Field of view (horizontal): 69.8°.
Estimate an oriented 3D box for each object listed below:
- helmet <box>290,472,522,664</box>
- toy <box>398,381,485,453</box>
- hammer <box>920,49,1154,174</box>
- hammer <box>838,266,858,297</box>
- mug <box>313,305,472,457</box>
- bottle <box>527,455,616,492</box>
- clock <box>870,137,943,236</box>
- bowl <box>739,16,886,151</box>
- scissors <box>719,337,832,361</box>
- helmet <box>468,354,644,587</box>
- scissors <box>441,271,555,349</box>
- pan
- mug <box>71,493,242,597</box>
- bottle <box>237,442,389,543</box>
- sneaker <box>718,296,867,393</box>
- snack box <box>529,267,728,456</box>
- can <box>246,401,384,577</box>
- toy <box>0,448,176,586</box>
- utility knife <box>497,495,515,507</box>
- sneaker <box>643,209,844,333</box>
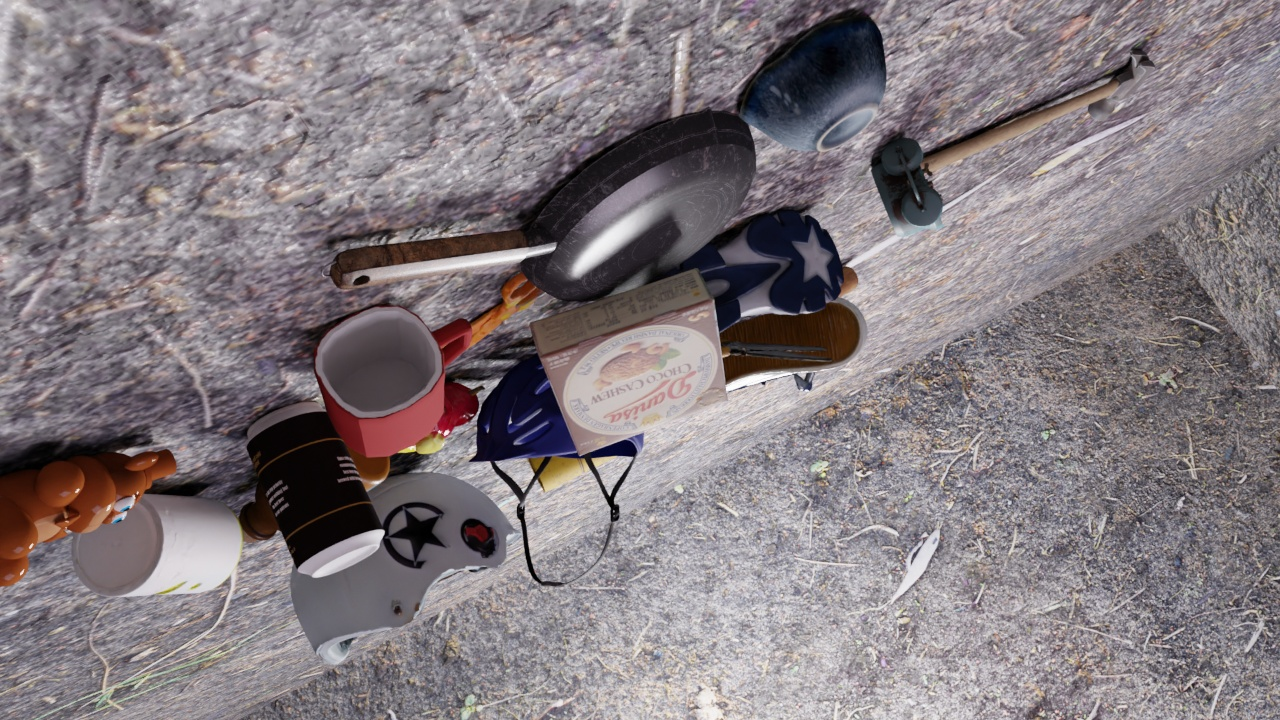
[{"bbox_3d":[-0.276,0.214,1.055,0.263,0.163,0.237,-25,172,-44],"label":"helmet"},{"bbox_3d":[-0.190,0.051,0.848,0.105,0.067,0.137,-33,176,-9],"label":"toy"},{"bbox_3d":[0.427,-0.264,1.014,0.330,0.030,0.119,-22,165,-14],"label":"hammer"},{"bbox_3d":[0.159,-0.050,1.223,0.300,0.037,0.158,-27,167,-8],"label":"hammer"},{"bbox_3d":[-0.176,0.010,0.679,0.116,0.080,0.097,-31,168,-22],"label":"mug"},{"bbox_3d":[-0.077,0.120,1.309,0.163,0.071,0.071,-25,166,-13],"label":"bottle"},{"bbox_3d":[0.261,-0.166,0.892,0.053,0.090,0.124,-23,170,19],"label":"clock"},{"bbox_3d":[0.129,-0.181,0.636,0.110,0.055,0.110,-28,167,-7],"label":"bowl"},{"bbox_3d":[0.077,-0.010,0.924,0.225,0.016,0.165,8,-163,17],"label":"scissors"},{"bbox_3d":[-0.068,0.101,0.925,0.148,0.227,0.240,-6,-177,37],"label":"helmet"},{"bbox_3d":[-0.110,-0.040,0.771,0.133,0.012,0.083,-37,163,29],"label":"scissors"},{"bbox_3d":[-0.051,-0.086,0.646,0.355,0.040,0.208,-20,161,-39],"label":"pan"},{"bbox_3d":[-0.394,0.151,0.755,0.082,0.082,0.106,-29,165,2],"label":"mug"},{"bbox_3d":[-0.307,0.118,0.836,0.157,0.068,0.067,-33,166,18],"label":"bottle"},{"bbox_3d":[0.109,-0.005,1.037,0.295,0.120,0.127,-12,-179,16],"label":"sneaker"},{"bbox_3d":[-0.005,0.005,0.771,0.143,0.041,0.147,-19,141,-3],"label":"snack box"},{"bbox_3d":[-0.263,0.104,0.740,0.072,0.128,0.072,-27,167,-7],"label":"can"},{"bbox_3d":[-0.380,0.097,0.625,0.095,0.065,0.127,-36,171,39],"label":"toy"},{"bbox_3d":[-0.278,0.270,1.581,0.158,0.015,0.022,-34,140,17],"label":"utility knife"},{"bbox_3d":[0.082,-0.070,0.915,0.268,0.103,0.133,-19,178,-35],"label":"sneaker"}]
